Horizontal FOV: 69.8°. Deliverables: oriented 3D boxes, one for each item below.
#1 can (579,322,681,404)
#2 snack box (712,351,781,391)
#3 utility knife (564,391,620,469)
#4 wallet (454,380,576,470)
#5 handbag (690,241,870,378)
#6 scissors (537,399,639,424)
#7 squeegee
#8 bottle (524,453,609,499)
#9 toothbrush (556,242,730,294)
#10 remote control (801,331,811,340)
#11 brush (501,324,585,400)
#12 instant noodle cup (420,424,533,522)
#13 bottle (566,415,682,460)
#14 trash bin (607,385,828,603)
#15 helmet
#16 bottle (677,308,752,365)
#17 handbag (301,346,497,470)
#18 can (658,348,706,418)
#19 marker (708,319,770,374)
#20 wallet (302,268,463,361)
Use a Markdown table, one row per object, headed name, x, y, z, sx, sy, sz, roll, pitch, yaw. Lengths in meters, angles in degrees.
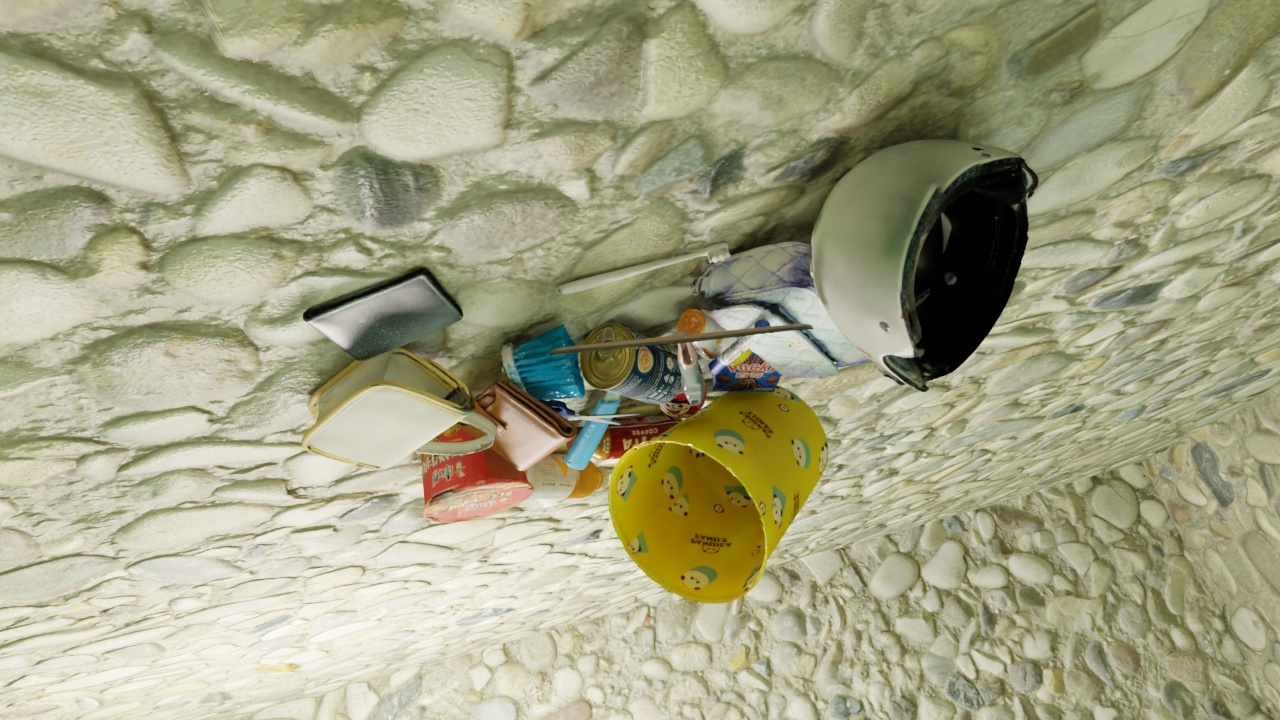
| name | x | y | z | sx | sy | sz | roll | pitch | yaw |
| --- | --- | --- | --- | --- | --- | --- | --- | --- | --- |
| can | -0.006 | 0.006 | 1.049 | 0.075 | 0.075 | 0.111 | -29 | 153 | 27 |
| snack box | 0.143 | 0.003 | 1.185 | 0.084 | 0.026 | 0.157 | 0 | 158 | -1 |
| utility knife | -0.045 | 0.064 | 1.178 | 0.034 | 0.018 | 0.239 | 8 | 134 | -25 |
| wallet | -0.147 | 0.068 | 1.025 | 0.119 | 0.035 | 0.131 | 34 | 145 | -14 |
| handbag | 0.161 | -0.047 | 0.986 | 0.134 | 0.075 | 0.193 | -10 | 150 | 37 |
| scissors | -0.085 | 0.065 | 1.081 | 0.162 | 0.012 | 0.164 | -9 | 162 | 4 |
| squeegee | 0.049 | 0.002 | 0.972 | 0.248 | 0.040 | 0.250 | -6 | 162 | 5 |
| bottle | -0.121 | 0.173 | 1.364 | 0.068 | 0.068 | 0.189 | -32 | 153 | 32 |
| toothbrush | 0.004 | -0.089 | 0.919 | 0.180 | 0.016 | 0.016 | -14 | 155 | -7 |
| remote control | 0.191 | -0.041 | 1.152 | 0.053 | 0.024 | 0.136 | -16 | 156 | 9 |
| brush | -0.117 | 0.041 | 1.094 | 0.109 | 0.060 | 0.315 | -12 | 160 | 0 |
| instant noodle cup | -0.211 | 0.129 | 1.146 | 0.138 | 0.108 | 0.138 | -15 | 157 | -7 |
| bottle | -0.020 | 0.110 | 1.306 | 0.174 | 0.057 | 0.058 | -1 | 153 | -31 |
| trash bin | 0.120 | 0.159 | 1.237 | 0.230 | 0.229 | 0.254 | -38 | 178 | 40 |
| helmet | 0.251 | -0.102 | 0.863 | 0.273 | 0.157 | 0.230 | 13 | 105 | -60 |
| bottle | 0.085 | -0.031 | 1.050 | 0.063 | 0.063 | 0.108 | -30 | 154 | 27 |
| handbag | -0.248 | 0.062 | 0.982 | 0.164 | 0.063 | 0.178 | -32 | 137 | 33 |
| can | 0.047 | 0.029 | 1.157 | 0.066 | 0.066 | 0.094 | -18 | 157 | 2 |
| marker | 0.103 | -0.013 | 0.973 | 0.017 | 0.017 | 0.146 | -9 | 166 | -19 |
| wallet | -0.236 | -0.042 | 0.856 | 0.121 | 0.019 | 0.097 | -21 | 157 | 4 |
